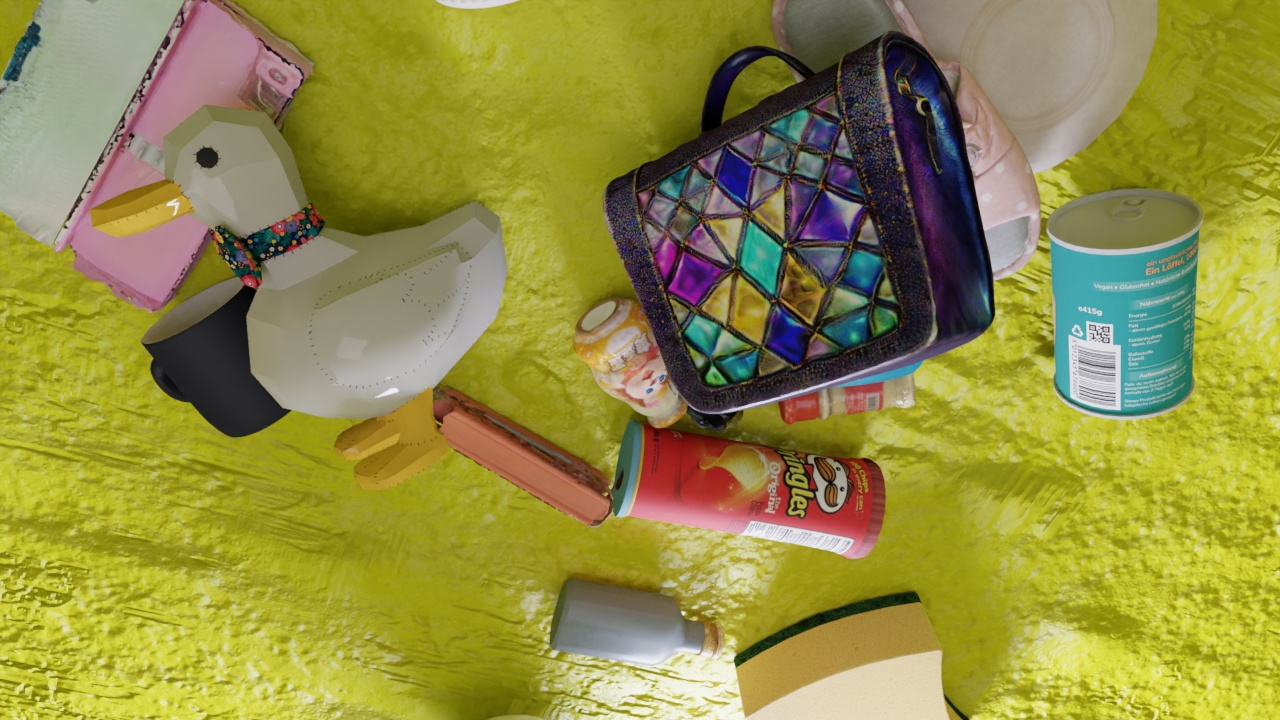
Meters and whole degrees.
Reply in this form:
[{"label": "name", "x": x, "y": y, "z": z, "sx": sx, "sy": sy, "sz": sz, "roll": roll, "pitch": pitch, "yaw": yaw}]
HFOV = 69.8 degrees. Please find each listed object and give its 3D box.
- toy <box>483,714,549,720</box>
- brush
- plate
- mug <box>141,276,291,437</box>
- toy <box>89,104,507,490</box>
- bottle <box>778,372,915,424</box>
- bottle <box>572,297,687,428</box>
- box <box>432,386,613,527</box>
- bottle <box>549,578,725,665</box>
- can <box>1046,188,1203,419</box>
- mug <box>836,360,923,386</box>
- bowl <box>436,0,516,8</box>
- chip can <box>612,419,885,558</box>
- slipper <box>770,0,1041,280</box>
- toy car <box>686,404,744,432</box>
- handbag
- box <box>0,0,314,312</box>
[{"label": "toy", "x": -0.111, "y": 0.485, "z": 0.871, "sx": 0.265, "sy": 0.281, "sz": 0.263, "roll": -38, "pitch": 118, "yaw": -14}, {"label": "brush", "x": 0.229, "y": 0.366, "z": 0.933, "sx": 0.195, "sy": 0.075, "sz": 0.250, "roll": -23, "pitch": 118, "yaw": 10}, {"label": "plate", "x": 0.267, "y": -0.212, "z": 0.632, "sx": 0.188, "sy": 0.027, "sz": 0.189, "roll": -1, "pitch": 120, "yaw": -3}, {"label": "mug", "x": -0.321, "y": 0.004, "z": 0.695, "sx": 0.122, "sy": 0.085, "sz": 0.094, "roll": -14, "pitch": 120, "yaw": 23}, {"label": "toy", "x": -0.206, "y": -0.050, "z": 0.630, "sx": 0.246, "sy": 0.141, "sz": 0.268, "roll": -23, "pitch": 112, "yaw": -23}, {"label": "bottle", "x": 0.168, "y": 0.026, "z": 0.755, "sx": 0.109, "sy": 0.044, "sz": 0.044, "roll": -8, "pitch": 120, "yaw": 1}, {"label": "bottle", "x": -0.004, "y": 0.004, "z": 0.721, "sx": 0.063, "sy": 0.063, "sz": 0.108, "roll": -30, "pitch": 117, "yaw": 13}, {"label": "box", "x": -0.102, "y": 0.083, "z": 0.772, "sx": 0.186, "sy": 0.053, "sz": 0.058, "roll": 31, "pitch": 145, "yaw": -17}, {"label": "bottle", "x": 0.000, "y": 0.254, "z": 0.873, "sx": 0.161, "sy": 0.046, "sz": 0.072, "roll": 13, "pitch": 118, "yaw": -10}, {"label": "can", "x": 0.364, "y": -0.043, "z": 0.693, "sx": 0.099, "sy": 0.099, "sz": 0.144, "roll": -14, "pitch": 119, "yaw": 5}, {"label": "mug", "x": 0.162, "y": -0.035, "z": 0.702, "sx": 0.104, "sy": 0.084, "sz": 0.112, "roll": 2, "pitch": 90, "yaw": -22}, {"label": "bowl", "x": -0.095, "y": -0.256, "z": 0.545, "sx": 0.115, "sy": 0.115, "sz": 0.063, "roll": -7, "pitch": 135, "yaw": 1}, {"label": "chip can", "x": 0.089, "y": 0.108, "z": 0.773, "sx": 0.213, "sy": 0.087, "sz": 0.087, "roll": 11, "pitch": 118, "yaw": -8}, {"label": "slipper", "x": 0.184, "y": -0.153, "z": 0.630, "sx": 0.114, "sy": 0.054, "sz": 0.274, "roll": -28, "pitch": 116, "yaw": 35}, {"label": "toy car", "x": 0.079, "y": 0.012, "z": 0.748, "sx": 0.049, "sy": 0.030, "sz": 0.107, "roll": 35, "pitch": 106, "yaw": -22}, {"label": "handbag", "x": 0.097, "y": -0.091, "z": 0.584, "sx": 0.205, "sy": 0.125, "sz": 0.222, "roll": -20, "pitch": 84, "yaw": 37}, {"label": "box", "x": -0.349, "y": -0.157, "z": 0.625, "sx": 0.159, "sy": 0.035, "sz": 0.231, "roll": 34, "pitch": 113, "yaw": -20}]
